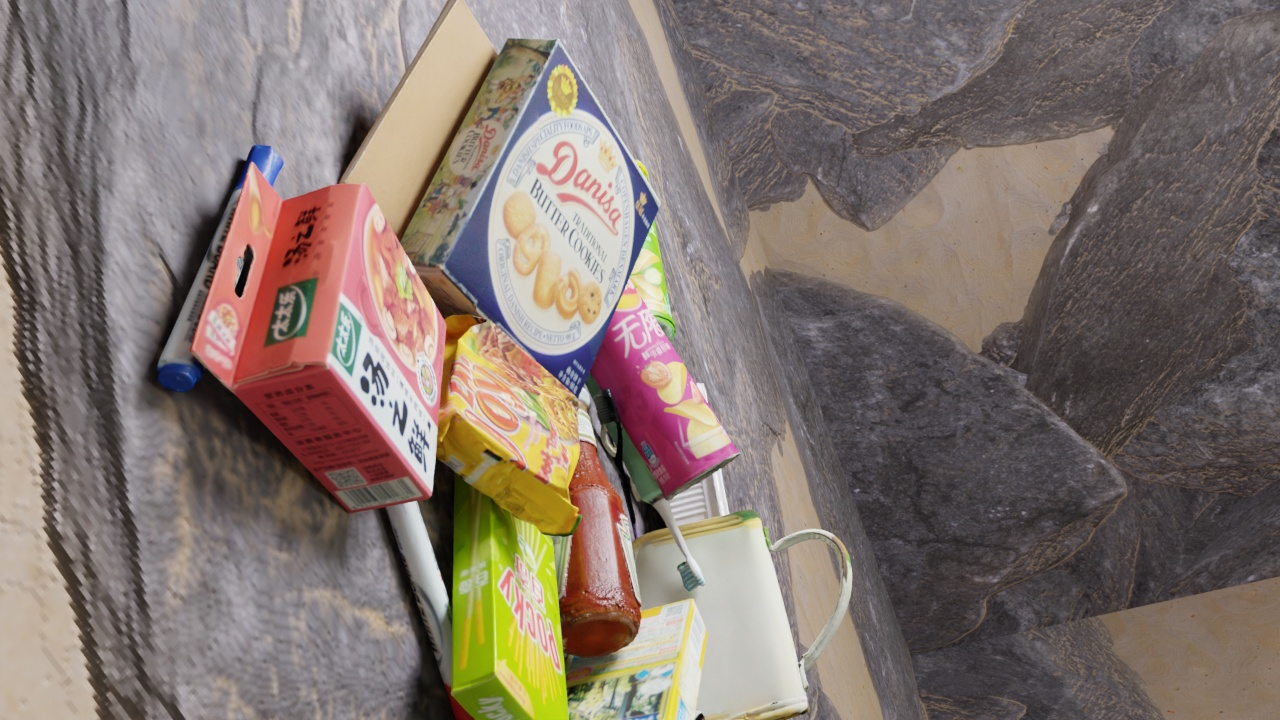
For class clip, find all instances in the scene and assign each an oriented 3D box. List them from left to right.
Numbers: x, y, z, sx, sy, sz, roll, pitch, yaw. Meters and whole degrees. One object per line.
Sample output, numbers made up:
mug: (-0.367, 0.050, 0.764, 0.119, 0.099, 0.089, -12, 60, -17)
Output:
clip: (-0.015, 0.078, 0.818, 0.035, 0.094, 0.102, -86, -168, -57)

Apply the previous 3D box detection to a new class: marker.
marker: (-0.176, -0.045, 0.391, 0.145, 0.017, 0.017, -94, 159, -43)
marker: (-0.103, 0.122, 0.458, 0.017, 0.017, 0.145, -20, 92, -75)

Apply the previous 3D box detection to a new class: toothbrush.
toothbrush: (-0.015, 0.097, 0.743, 0.014, 0.017, 0.189, -105, -176, -53)
toothbrush: (0.000, 0.083, 0.755, 0.224, 0.027, 0.026, 62, 12, 20)

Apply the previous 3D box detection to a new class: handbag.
handbag: (0.086, 0.205, 0.729, 0.063, 0.179, 0.163, 56, 20, -60)

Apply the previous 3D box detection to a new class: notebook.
notebook: (-0.101, -0.110, 0.621, 0.211, 0.012, 0.149, 53, 53, -51)

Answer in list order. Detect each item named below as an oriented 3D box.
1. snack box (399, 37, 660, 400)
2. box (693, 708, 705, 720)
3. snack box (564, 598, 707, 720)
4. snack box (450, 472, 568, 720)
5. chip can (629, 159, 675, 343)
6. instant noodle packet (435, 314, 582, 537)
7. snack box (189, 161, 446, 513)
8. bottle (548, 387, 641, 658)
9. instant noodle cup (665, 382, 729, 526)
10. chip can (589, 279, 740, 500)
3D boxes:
snack box: (-0.066, -0.090, 0.629, 0.178, 0.046, 0.182, 50, 57, -53)
box: (0.004, 0.268, 0.585, 0.060, 0.072, 0.164, 47, 12, 2)
snack box: (-0.010, 0.204, 0.560, 0.140, 0.087, 0.034, -58, 128, -71)
snack box: (-0.071, 0.132, 0.495, 0.156, 0.026, 0.086, -105, 169, -55)
chip can: (-0.013, -0.106, 0.940, 0.072, 0.073, 0.221, 50, 26, -55)
instant noodle packet: (-0.079, 0.033, 0.524, 0.110, 0.044, 0.128, 37, 20, -20)
snack box: (-0.134, -0.012, 0.415, 0.127, 0.044, 0.113, 69, 12, -50)
bottle: (-0.042, 0.098, 0.630, 0.205, 0.060, 0.060, -102, 165, -45)
instant noodle cup: (0.050, 0.124, 0.880, 0.138, 0.060, 0.173, 78, 4, -58)
chip can: (-0.004, 0.004, 0.735, 0.210, 0.071, 0.071, 58, 12, 13)
